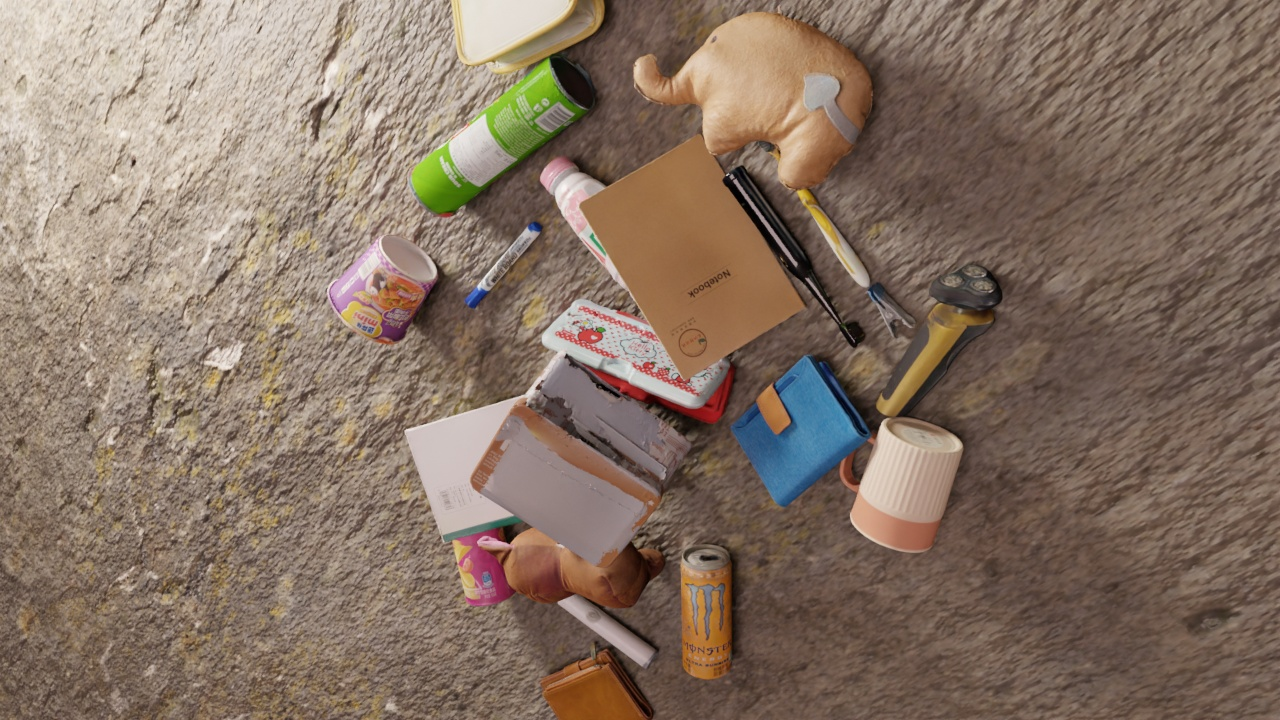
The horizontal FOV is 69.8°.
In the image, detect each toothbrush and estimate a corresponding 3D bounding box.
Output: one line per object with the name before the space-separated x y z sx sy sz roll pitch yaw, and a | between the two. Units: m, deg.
toothbrush | 0.154 -0.102 0.908 0.212 0.027 0.026 54 166 3
toothbrush | -0.074 0.314 1.163 0.221 0.026 0.026 32 151 17
toothbrush | 0.165 -0.150 0.889 0.016 0.018 0.191 -36 85 34

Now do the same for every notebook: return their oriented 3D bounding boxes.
notebook | 0.052 -0.105 0.922 0.147 0.008 0.207 -31 89 -5
notebook | -0.165 0.126 1.111 0.209 0.012 0.150 -16 98 6

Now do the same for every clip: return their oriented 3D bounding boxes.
clip | 0.239 -0.050 0.878 0.028 0.024 0.057 -36 90 36

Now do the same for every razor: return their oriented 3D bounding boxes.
razor | 0.271 -0.014 0.856 0.067 0.062 0.168 18 124 -12

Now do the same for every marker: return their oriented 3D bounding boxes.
marker | -0.162 -0.112 1.082 0.017 0.016 0.146 51 122 6

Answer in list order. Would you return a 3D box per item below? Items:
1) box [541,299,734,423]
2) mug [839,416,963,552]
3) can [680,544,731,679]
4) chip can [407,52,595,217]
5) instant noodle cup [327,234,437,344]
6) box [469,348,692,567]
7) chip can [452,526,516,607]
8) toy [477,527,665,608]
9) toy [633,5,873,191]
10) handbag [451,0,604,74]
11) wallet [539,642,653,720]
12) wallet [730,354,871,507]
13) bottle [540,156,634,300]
box | -0.007 0.005 0.986 0.201 0.099 0.095 22 114 22
mug | 0.248 0.112 0.897 0.114 0.081 0.106 33 119 44
can | 0.076 0.289 1.053 0.058 0.058 0.146 7 109 27
chip can | -0.155 -0.242 1.004 0.237 0.072 0.072 -28 91 32
instant noodle cup | -0.308 -0.092 1.122 0.111 0.111 0.099 47 112 8
box | -0.066 0.113 0.966 0.182 0.168 0.151 37 163 0
chip can | -0.212 0.205 1.178 0.072 0.071 0.210 -4 104 30
toy | -0.082 0.232 1.089 0.200 0.130 0.140 -15 126 27
toy | 0.104 -0.256 0.853 0.226 0.082 0.143 30 98 21
handbag | -0.123 -0.404 0.953 0.164 0.063 0.178 -14 84 31
wallet | -0.065 0.436 1.191 0.131 0.035 0.119 -33 88 31
wallet | 0.159 0.071 0.931 0.133 0.040 0.106 -48 60 37
bottle | -0.029 -0.137 0.974 0.197 0.068 0.068 48 122 11
